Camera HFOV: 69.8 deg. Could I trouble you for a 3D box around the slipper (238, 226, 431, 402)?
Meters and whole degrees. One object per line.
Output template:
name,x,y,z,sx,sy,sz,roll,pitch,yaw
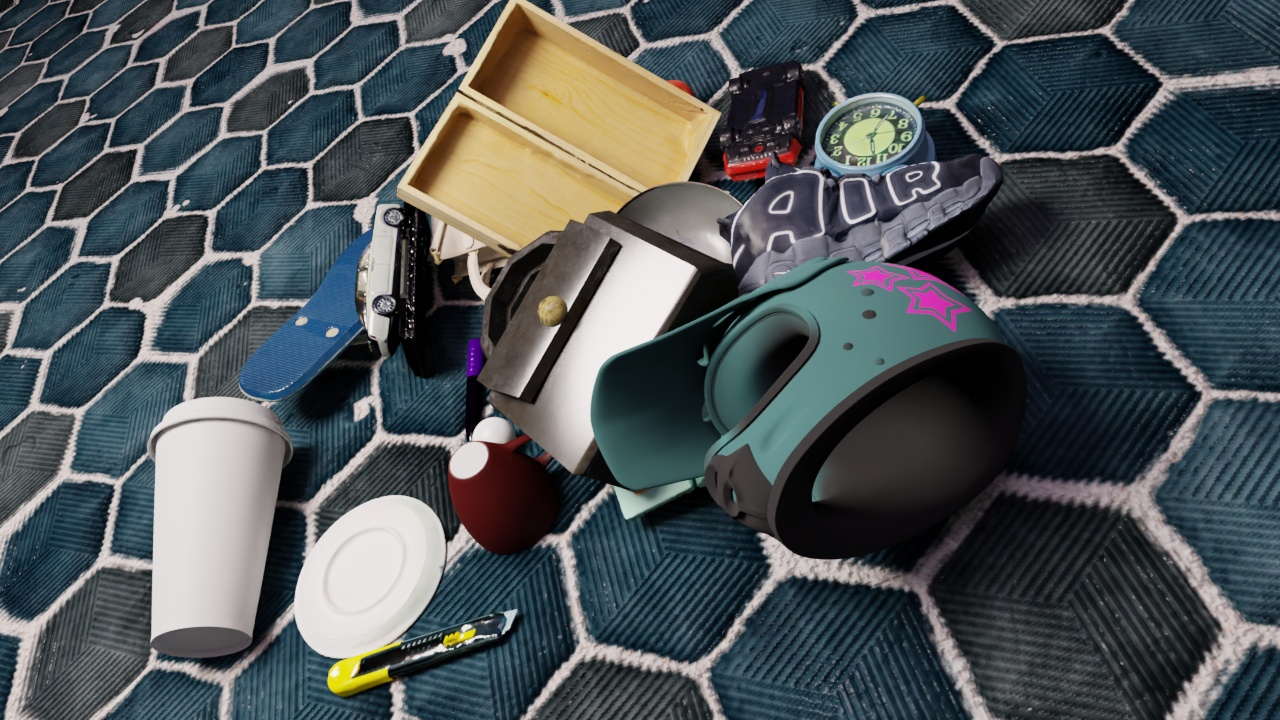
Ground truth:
slipper,-0.325,-0.051,1.029,0.118,0.060,0.294,10,49,28

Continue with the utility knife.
utility knife,-0.179,0.239,0.758,0.173,0.020,0.028,-21,50,7

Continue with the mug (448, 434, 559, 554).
mug,-0.117,0.099,0.792,0.114,0.088,0.087,-44,49,-13

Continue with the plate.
plate,-0.248,0.190,0.831,0.157,0.014,0.156,-13,50,15

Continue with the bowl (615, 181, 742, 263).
bowl,0.040,-0.094,0.881,0.151,0.057,0.150,-3,69,7

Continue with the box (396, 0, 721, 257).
box,-0.077,-0.209,0.934,0.247,0.068,0.252,28,68,-6

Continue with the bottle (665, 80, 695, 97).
bottle,0.017,-0.256,1.039,0.072,0.048,0.134,4,56,28

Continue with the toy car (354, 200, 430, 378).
toy car,-0.261,-0.084,0.967,0.071,0.094,0.191,0,64,-8

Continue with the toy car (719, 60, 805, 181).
toy car,0.134,-0.260,0.984,0.082,0.056,0.188,-7,45,19

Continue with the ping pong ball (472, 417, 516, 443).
ping pong ball,-0.136,0.073,0.854,0.040,0.040,0.040,-13,50,15

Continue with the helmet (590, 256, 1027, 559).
helmet,0.119,0.026,0.659,0.274,0.177,0.200,-20,31,-22

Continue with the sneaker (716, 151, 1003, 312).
sneaker,0.176,-0.134,0.799,0.252,0.097,0.150,-27,70,-2

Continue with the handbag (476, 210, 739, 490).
handbag,-0.052,-0.031,0.758,0.199,0.102,0.197,31,91,34

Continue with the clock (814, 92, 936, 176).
clock,0.221,-0.188,0.883,0.118,0.060,0.161,0,58,23

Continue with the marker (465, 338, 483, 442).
marker,-0.166,0.029,0.919,0.018,0.015,0.133,-36,42,30

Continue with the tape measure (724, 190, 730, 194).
tape measure,0.063,-0.151,0.953,0.060,0.020,0.062,1,55,26

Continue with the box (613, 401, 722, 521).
box,0.018,0.028,0.782,0.138,0.052,0.186,-20,63,-5

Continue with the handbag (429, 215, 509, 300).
handbag,-0.141,-0.152,1.012,0.195,0.101,0.197,-9,63,18

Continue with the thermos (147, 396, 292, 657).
thermos,-0.402,0.157,0.865,0.132,0.131,0.221,-18,56,11
